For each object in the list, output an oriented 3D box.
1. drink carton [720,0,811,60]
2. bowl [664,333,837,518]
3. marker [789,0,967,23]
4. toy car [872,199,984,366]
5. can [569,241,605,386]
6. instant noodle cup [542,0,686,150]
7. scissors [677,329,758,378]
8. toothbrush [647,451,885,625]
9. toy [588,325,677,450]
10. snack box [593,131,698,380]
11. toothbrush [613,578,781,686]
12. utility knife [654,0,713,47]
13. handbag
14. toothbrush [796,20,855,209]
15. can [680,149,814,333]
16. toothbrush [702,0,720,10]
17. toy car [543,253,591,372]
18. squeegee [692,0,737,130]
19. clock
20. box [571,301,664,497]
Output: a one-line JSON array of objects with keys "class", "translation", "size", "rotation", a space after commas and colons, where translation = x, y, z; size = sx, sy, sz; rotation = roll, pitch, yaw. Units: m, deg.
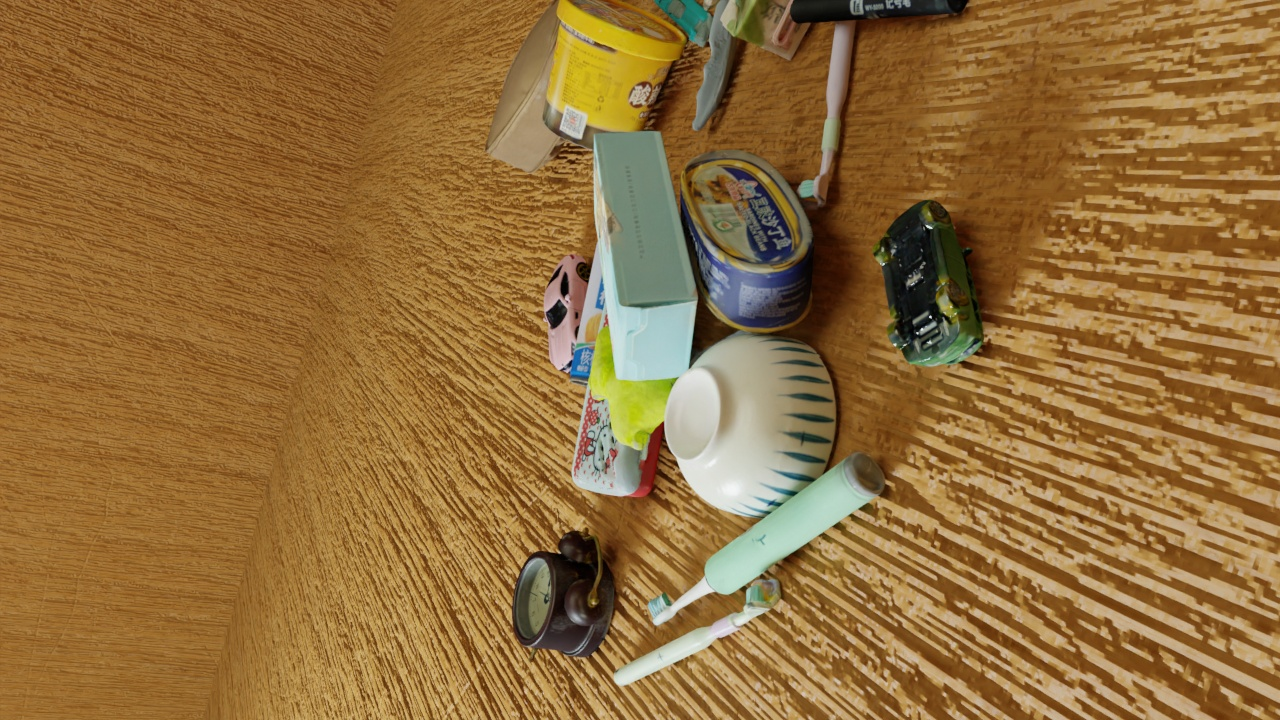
[{"class": "drink carton", "translation": [0.111, -0.279, 0.644], "size": [0.123, 0.053, 0.045], "rotation": [-59, 32, 30]}, {"class": "bowl", "translation": [0.058, 0.037, 0.567], "size": [0.117, 0.066, 0.116], "rotation": [-29, 56, 53]}, {"class": "marker", "translation": [0.144, -0.222, 0.568], "size": [0.022, 0.020, 0.132], "rotation": [-44, 33, -16]}, {"class": "toy car", "translation": [0.149, -0.040, 0.472], "size": [0.043, 0.036, 0.091], "rotation": [-42, 43, 49]}, {"class": "can", "translation": [-0.021, -0.042, 0.776], "size": [0.053, 0.053, 0.134], "rotation": [-1, 76, 62]}, {"class": "instant noodle cup", "translation": [-0.031, -0.261, 0.843], "size": [0.118, 0.118, 0.115], "rotation": [-115, 40, -51]}, {"class": "scissors", "translation": [0.041, 0.002, 0.682], "size": [0.160, 0.014, 0.177], "rotation": [-60, 32, 26]}, {"class": "toothbrush", "translation": [0.066, 0.119, 0.562], "size": [0.225, 0.026, 0.027], "rotation": [-48, 59, 42]}, {"class": "toy", "translation": [-0.006, 0.011, 0.646], "size": [0.100, 0.031, 0.096], "rotation": [11, 87, 53]}, {"class": "snack box", "translation": [-0.001, -0.075, 0.626], "size": [0.074, 0.051, 0.174], "rotation": [94, 170, -50]}, {"class": "toothbrush", "translation": [0.030, 0.185, 0.607], "size": [0.020, 0.029, 0.190], "rotation": [51, 136, 8]}, {"class": "utility knife", "translation": [0.033, -0.331, 0.858], "size": [0.029, 0.013, 0.186], "rotation": [-53, 33, 20]}, {"class": "handbag", "translation": [-0.092, -0.299, 0.995], "size": [0.205, 0.099, 0.147], "rotation": [-35, 40, 52]}, {"class": "toothbrush", "translation": [0.128, -0.191, 0.605], "size": [0.029, 0.021, 0.189], "rotation": [132, 150, -77]}, {"class": "can", "translation": [0.066, -0.081, 0.592], "size": [0.148, 0.074, 0.049], "rotation": [-105, 8, -49]}, {"class": "toothbrush", "translation": [0.086, -0.321, 0.672], "size": [0.187, 0.017, 0.016], "rotation": [-60, 0, -23]}, {"class": "toy car", "translation": [-0.073, -0.048, 0.895], "size": [0.056, 0.037, 0.122], "rotation": [-40, 44, 51]}, {"class": "squeegee", "translation": [0.071, -0.309, 0.730], "size": [0.247, 0.040, 0.250], "rotation": [-77, -7, -80]}, {"class": "clock", "translation": [-0.057, 0.185, 0.730], "size": [0.122, 0.055, 0.082], "rotation": [-52, 35, 34]}, {"class": "box", "translation": [-0.007, 0.003, 0.703], "size": [0.087, 0.046, 0.201], "rotation": [-1, 76, 57]}]
